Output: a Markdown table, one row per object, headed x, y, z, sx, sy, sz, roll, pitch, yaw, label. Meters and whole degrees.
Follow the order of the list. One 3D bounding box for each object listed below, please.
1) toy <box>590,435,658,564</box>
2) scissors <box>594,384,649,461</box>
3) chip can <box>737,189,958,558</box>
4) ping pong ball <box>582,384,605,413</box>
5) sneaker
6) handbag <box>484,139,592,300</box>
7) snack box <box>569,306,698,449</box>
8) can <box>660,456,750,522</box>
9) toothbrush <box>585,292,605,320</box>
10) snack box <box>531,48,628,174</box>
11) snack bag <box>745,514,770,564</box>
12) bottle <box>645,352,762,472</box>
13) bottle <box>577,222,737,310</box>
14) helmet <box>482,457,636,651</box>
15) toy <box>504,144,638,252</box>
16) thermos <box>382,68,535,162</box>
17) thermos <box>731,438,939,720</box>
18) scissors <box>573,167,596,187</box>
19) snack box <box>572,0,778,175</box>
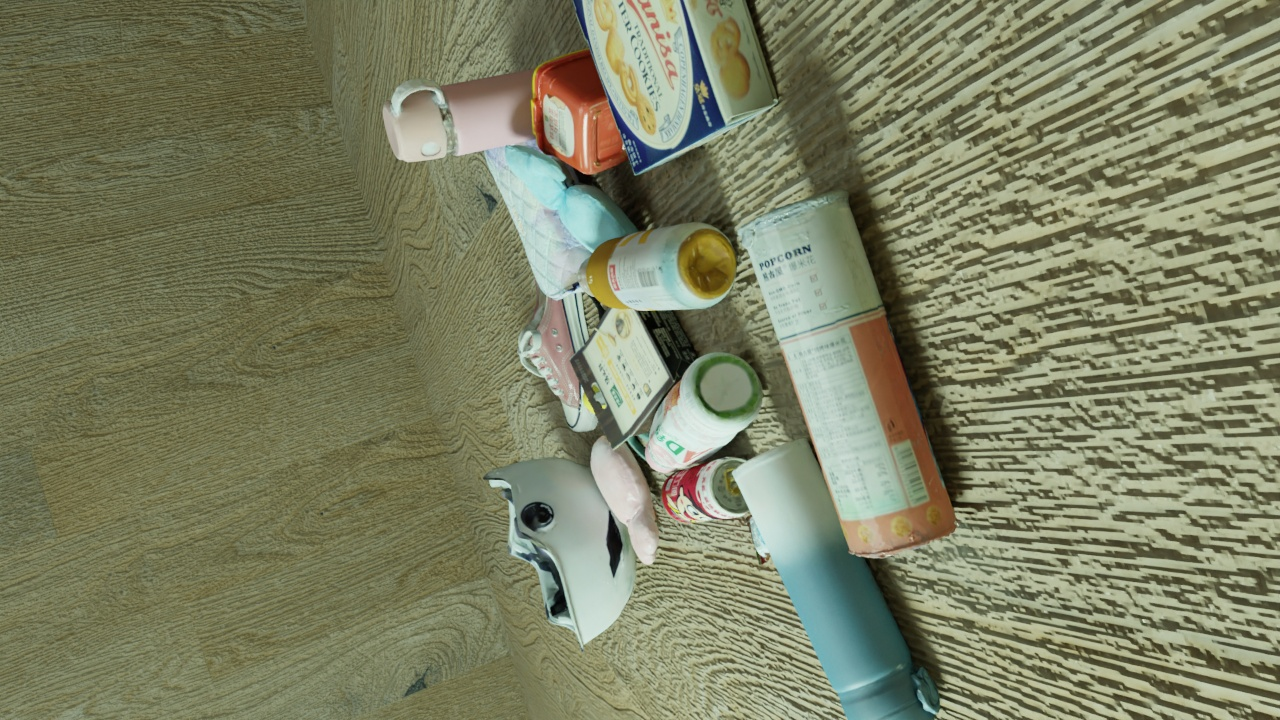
| x | y | z | sx | sy | sz | roll | pitch | yaw | label |
| --- | --- | --- | --- | --- | --- | --- | --- | --- | --- |
| -0.015 | 0.162 | 1.089 | 0.121 | 0.054 | 0.159 | 97 | 151 | -65 | toy |
| -0.016 | 0.031 | 0.997 | 0.175 | 0.019 | 0.176 | 42 | 145 | 37 | scissors |
| 0.127 | 0.009 | 0.564 | 0.214 | 0.071 | 0.071 | 72 | 160 | 1 | chip can |
| -0.049 | 0.045 | 1.098 | 0.040 | 0.040 | 0.040 | 53 | 152 | 43 | ping pong ball |
| -0.110 | -0.017 | 1.137 | 0.118 | 0.087 | 0.241 | 34 | 136 | 59 | sneaker |
| -0.100 | -0.160 | 0.986 | 0.194 | 0.075 | 0.134 | 65 | 160 | -1 | handbag |
| -0.005 | 0.005 | 0.892 | 0.113 | 0.053 | 0.126 | 63 | 143 | 23 | snack box |
| 0.064 | 0.121 | 0.849 | 0.053 | 0.053 | 0.133 | 70 | 160 | 6 | can |
| -0.070 | -0.100 | 1.071 | 0.018 | 0.014 | 0.189 | 82 | 162 | -60 | toothbrush |
| -0.050 | -0.220 | 0.826 | 0.080 | 0.081 | 0.091 | 45 | 149 | 33 | snack box |
| 0.115 | 0.143 | 0.773 | 0.104 | 0.026 | 0.048 | 121 | 135 | -65 | snack bag |
| 0.046 | 0.058 | 0.819 | 0.068 | 0.068 | 0.197 | 66 | 159 | 16 | bottle |
| 0.005 | -0.076 | 0.781 | 0.190 | 0.067 | 0.068 | 3 | 110 | 59 | bottle |
| -0.083 | 0.232 | 1.193 | 0.258 | 0.145 | 0.229 | 45 | 155 | 43 | helmet |
| -0.053 | -0.142 | 0.867 | 0.156 | 0.050 | 0.161 | 37 | 175 | 18 | toy |
| -0.139 | -0.241 | 0.864 | 0.067 | 0.198 | 0.087 | 64 | 157 | 25 | thermos |
| 0.142 | 0.167 | 0.673 | 0.220 | 0.070 | 0.070 | 65 | 159 | 16 | thermos |
| -0.084 | -0.221 | 1.006 | 0.171 | 0.014 | 0.150 | 0 | 108 | 69 | scissors |
| 0.013 | -0.244 | 0.671 | 0.183 | 0.045 | 0.178 | -1 | 111 | 70 | snack box |
